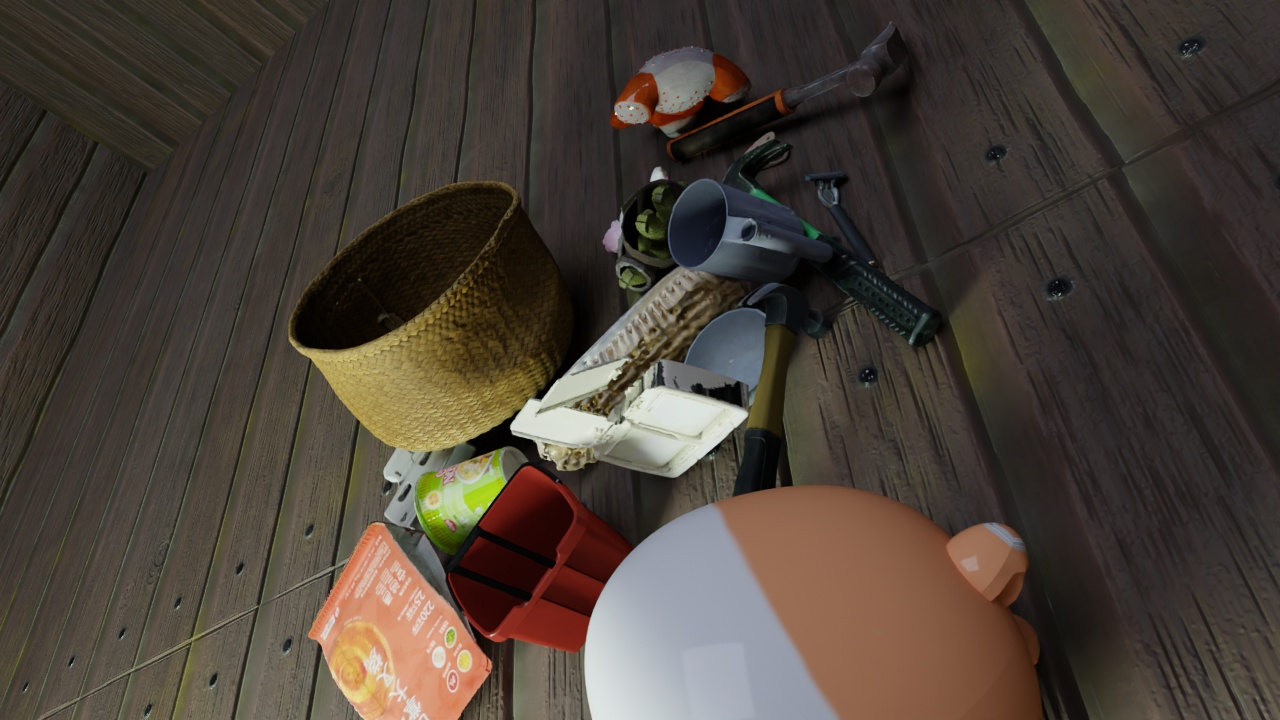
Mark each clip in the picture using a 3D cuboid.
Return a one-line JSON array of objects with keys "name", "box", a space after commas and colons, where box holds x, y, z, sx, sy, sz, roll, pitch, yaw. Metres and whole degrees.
[{"name": "clip", "box": [-0.255, 0.146, 1.119, 0.126, 0.096, 0.152, -59, 19, -9]}, {"name": "clip", "box": [0.131, -0.231, 1.016, 0.061, 0.041, 0.024, -15, 50, 30]}]

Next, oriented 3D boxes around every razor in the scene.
[{"name": "razor", "box": [0.200, -0.135, 0.894, 0.042, 0.022, 0.144, -8, 49, -9]}]

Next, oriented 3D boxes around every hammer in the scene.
[{"name": "hammer", "box": [0.099, 0.088, 0.769, 0.025, 0.117, 0.332, -5, 64, 42]}, {"name": "hammer", "box": [0.168, -0.109, 0.877, 0.318, 0.032, 0.130, 50, 121, 46]}, {"name": "hammer", "box": [0.152, -0.288, 1.025, 0.315, 0.035, 0.137, -12, 29, 47]}]

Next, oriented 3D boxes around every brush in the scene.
[{"name": "brush", "box": [-0.006, 0.005, 0.940, 0.271, 0.083, 0.056, -44, 39, 10]}]

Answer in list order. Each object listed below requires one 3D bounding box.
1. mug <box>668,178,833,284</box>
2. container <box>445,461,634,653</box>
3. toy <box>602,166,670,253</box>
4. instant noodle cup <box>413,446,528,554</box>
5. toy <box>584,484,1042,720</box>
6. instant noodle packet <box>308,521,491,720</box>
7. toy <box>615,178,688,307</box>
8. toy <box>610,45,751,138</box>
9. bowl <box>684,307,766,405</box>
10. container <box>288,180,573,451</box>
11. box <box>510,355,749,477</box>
[{"name": "mug", "box": [0.103, -0.114, 0.852, 0.124, 0.103, 0.084, 17, 96, 53]}, {"name": "container", "box": [-0.110, 0.172, 0.826, 0.148, 0.200, 0.127, -54, 39, -2]}, {"name": "toy", "box": [0.004, -0.172, 1.099, 0.123, 0.038, 0.079, -38, 54, 17]}, {"name": "instant noodle cup", "box": [-0.174, 0.146, 1.001, 0.108, 0.099, 0.098, -28, 45, 17]}, {"name": "toy", "box": [0.108, 0.204, 0.549, 0.281, 0.263, 0.265, -29, 44, 1]}, {"name": "instant noodle packet", "box": [-0.242, 0.298, 0.944, 0.221, 0.084, 0.164, 41, 104, 44]}, {"name": "toy", "box": [0.016, -0.124, 0.972, 0.078, 0.153, 0.179, 27, 70, 7]}, {"name": "toy", "box": [0.039, -0.320, 1.113, 0.163, 0.093, 0.172, -17, 10, -4]}, {"name": "bowl", "box": [0.094, 0.005, 0.876, 0.107, 0.039, 0.106, -25, 46, 30]}, {"name": "container", "box": [-0.234, -0.046, 1.073, 0.307, 0.196, 0.306, -20, 35, 15]}, {"name": "box", "box": [-0.012, 0.052, 0.811, 0.144, 0.183, 0.050, 129, 148, -48]}]
